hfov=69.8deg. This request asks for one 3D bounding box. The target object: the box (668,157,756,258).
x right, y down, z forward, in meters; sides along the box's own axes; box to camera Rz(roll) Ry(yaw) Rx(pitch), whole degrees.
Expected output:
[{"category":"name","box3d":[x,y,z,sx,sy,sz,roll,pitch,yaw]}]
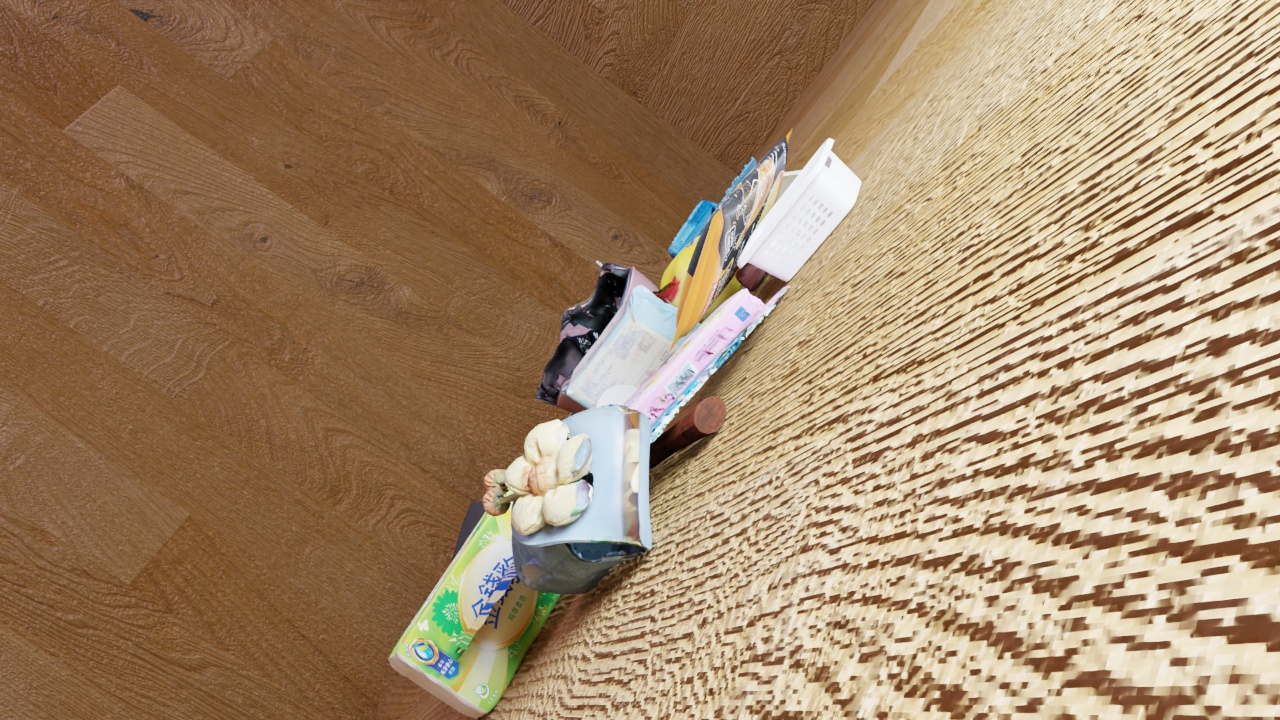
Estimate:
[{"category":"box","box3d":[0.120,-0.187,1.327,0.174,0.033,0.231,-54,-17,-2]}]

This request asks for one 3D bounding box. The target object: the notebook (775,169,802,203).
[{"category":"notebook","box3d":[0.132,-0.172,1.213,0.152,0.012,0.209,-15,-26,-42]}]

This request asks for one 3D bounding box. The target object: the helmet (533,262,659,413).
[{"category":"helmet","box3d":[-0.038,-0.016,1.362,0.256,0.152,0.229,-47,20,41]}]

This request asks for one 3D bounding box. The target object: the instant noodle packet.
[{"category":"instant noodle packet","box3d":[0.093,-0.124,0.925,0.220,0.032,0.160,-51,-17,-47]}]

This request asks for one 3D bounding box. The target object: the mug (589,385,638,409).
[{"category":"mug","box3d":[-0.017,0.073,1.054,0.105,0.073,0.090,-27,-11,-29]}]

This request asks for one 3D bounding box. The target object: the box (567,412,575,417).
[{"category":"box","box3d":[-0.080,0.101,1.494,0.220,0.081,0.125,-61,3,-37]}]

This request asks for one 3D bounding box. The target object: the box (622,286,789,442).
[{"category":"box","box3d":[0.042,0.011,0.821,0.229,0.035,0.160,-45,3,-26]}]

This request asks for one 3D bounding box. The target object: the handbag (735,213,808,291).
[{"category":"handbag","box3d":[0.154,-0.129,1.020,0.120,0.029,0.055,-48,3,11]}]

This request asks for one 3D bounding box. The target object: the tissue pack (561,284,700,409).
[{"category":"tissue pack","box3d":[-0.007,0.007,1.111,0.182,0.112,0.069,-52,13,28]}]

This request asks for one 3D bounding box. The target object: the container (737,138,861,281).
[{"category":"container","box3d":[0.151,-0.133,0.850,0.130,0.049,0.080,-52,4,37]}]

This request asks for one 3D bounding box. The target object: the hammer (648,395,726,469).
[{"category":"hammer","box3d":[0.011,0.086,0.836,0.110,0.028,0.301,-55,4,-24]}]

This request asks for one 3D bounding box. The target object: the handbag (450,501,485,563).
[{"category":"handbag","box3d":[-0.231,0.307,1.356,0.176,0.072,0.195,-18,40,54]}]

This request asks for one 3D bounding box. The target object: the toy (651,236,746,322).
[{"category":"toy","box3d":[0.099,-0.118,1.147,0.207,0.092,0.134,-44,-4,-25]}]

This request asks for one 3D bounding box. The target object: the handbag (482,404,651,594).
[{"category":"handbag","box3d":[-0.060,0.110,0.707,0.192,0.118,0.121,136,139,-58]}]

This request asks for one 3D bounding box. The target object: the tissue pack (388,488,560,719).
[{"category":"tissue pack","box3d":[-0.133,0.219,0.857,0.197,0.120,0.142,-65,9,-30]}]

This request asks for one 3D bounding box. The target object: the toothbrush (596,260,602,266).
[{"category":"toothbrush","box3d":[0.001,-0.097,1.431,0.010,0.181,0.010,-50,-2,-32]}]
